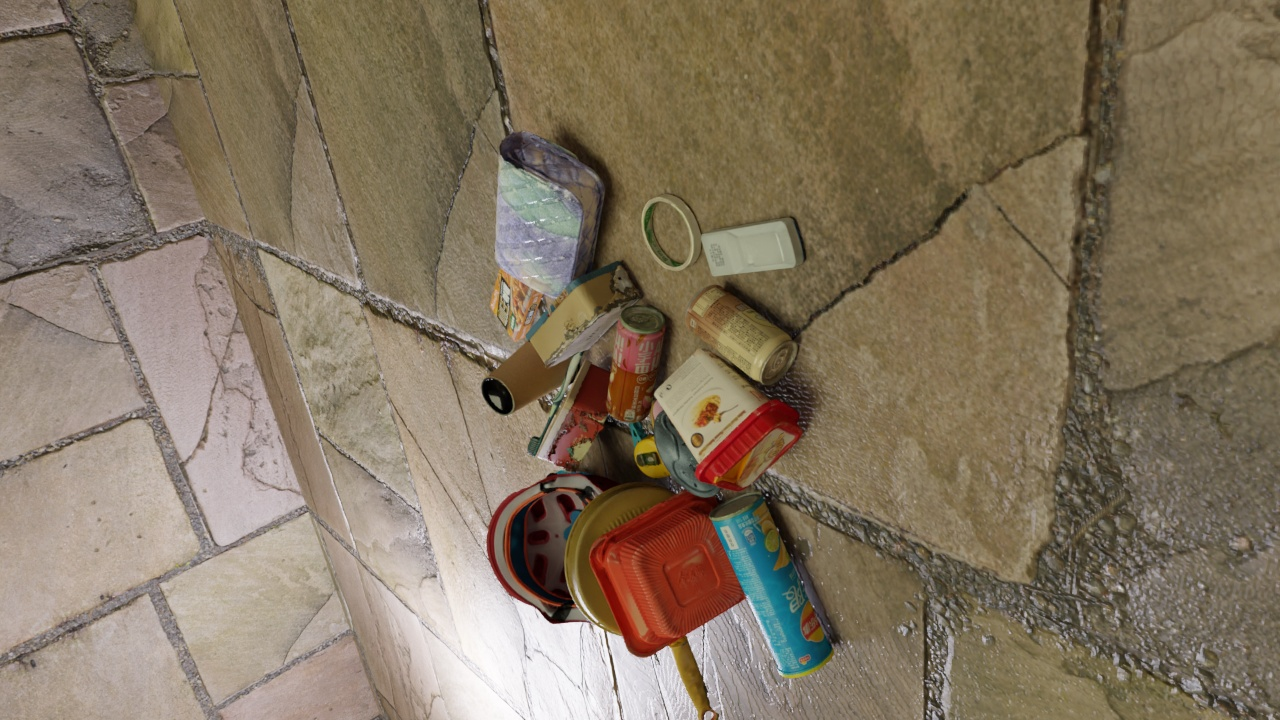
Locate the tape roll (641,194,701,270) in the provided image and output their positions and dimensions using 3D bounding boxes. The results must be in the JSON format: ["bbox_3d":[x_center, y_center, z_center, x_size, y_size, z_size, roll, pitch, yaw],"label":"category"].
[{"bbox_3d":[0.034,-0.143,1.024,0.086,0.013,0.086,33,137,38],"label":"tape roll"}]

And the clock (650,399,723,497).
[{"bbox_3d":[0.063,0.095,1.108,0.159,0.059,0.117,17,126,46],"label":"clock"}]

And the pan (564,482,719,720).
[{"bbox_3d":[0.031,0.329,1.194,0.357,0.197,0.078,64,161,-3],"label":"pan"}]

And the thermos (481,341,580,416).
[{"bbox_3d":[-0.153,0.017,1.288,0.093,0.142,0.093,22,129,29],"label":"thermos"}]

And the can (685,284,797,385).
[{"bbox_3d":[0.104,-0.028,0.965,0.116,0.058,0.059,40,141,32],"label":"can"}]

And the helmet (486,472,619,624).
[{"bbox_3d":[-0.086,0.258,1.305,0.241,0.143,0.207,-4,89,32],"label":"helmet"}]

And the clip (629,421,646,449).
[{"bbox_3d":[-0.001,0.105,1.245,0.033,0.013,0.054,-6,107,54],"label":"clip"}]

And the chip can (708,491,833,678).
[{"bbox_3d":[0.155,0.264,1.088,0.071,0.071,0.210,-20,95,57],"label":"chip can"}]

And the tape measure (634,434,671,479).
[{"bbox_3d":[0.018,0.128,1.208,0.057,0.028,0.060,-19,97,40],"label":"tape measure"}]

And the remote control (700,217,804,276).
[{"bbox_3d":[0.111,-0.113,0.929,0.125,0.024,0.049,0,112,55],"label":"remote control"}]

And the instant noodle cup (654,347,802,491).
[{"bbox_3d":[0.089,0.060,0.977,0.117,0.116,0.124,-46,63,10],"label":"instant noodle cup"}]

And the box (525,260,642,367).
[{"bbox_3d":[-0.077,-0.053,1.170,0.060,0.089,0.185,59,142,5],"label":"box"}]

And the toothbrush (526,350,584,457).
[{"bbox_3d":[-0.116,0.050,1.276,0.192,0.018,0.016,-65,18,12],"label":"toothbrush"}]

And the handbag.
[{"bbox_3d":[-0.118,-0.175,1.137,0.134,0.075,0.194,30,143,10],"label":"handbag"}]

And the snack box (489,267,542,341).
[{"bbox_3d":[-0.178,-0.101,1.334,0.075,0.026,0.154,52,146,17],"label":"snack box"}]

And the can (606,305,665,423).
[{"bbox_3d":[-0.007,0.007,1.135,0.058,0.057,0.148,38,136,33],"label":"can"}]

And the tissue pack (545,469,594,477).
[{"bbox_3d":[-0.097,0.234,1.421,0.090,0.063,0.140,0,112,54],"label":"tissue pack"}]

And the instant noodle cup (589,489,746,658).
[{"bbox_3d":[0.046,0.259,1.122,0.164,0.188,0.079,65,161,-4],"label":"instant noodle cup"}]

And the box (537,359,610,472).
[{"bbox_3d":[-0.077,0.084,1.259,0.076,0.091,0.169,25,143,-4],"label":"box"}]
